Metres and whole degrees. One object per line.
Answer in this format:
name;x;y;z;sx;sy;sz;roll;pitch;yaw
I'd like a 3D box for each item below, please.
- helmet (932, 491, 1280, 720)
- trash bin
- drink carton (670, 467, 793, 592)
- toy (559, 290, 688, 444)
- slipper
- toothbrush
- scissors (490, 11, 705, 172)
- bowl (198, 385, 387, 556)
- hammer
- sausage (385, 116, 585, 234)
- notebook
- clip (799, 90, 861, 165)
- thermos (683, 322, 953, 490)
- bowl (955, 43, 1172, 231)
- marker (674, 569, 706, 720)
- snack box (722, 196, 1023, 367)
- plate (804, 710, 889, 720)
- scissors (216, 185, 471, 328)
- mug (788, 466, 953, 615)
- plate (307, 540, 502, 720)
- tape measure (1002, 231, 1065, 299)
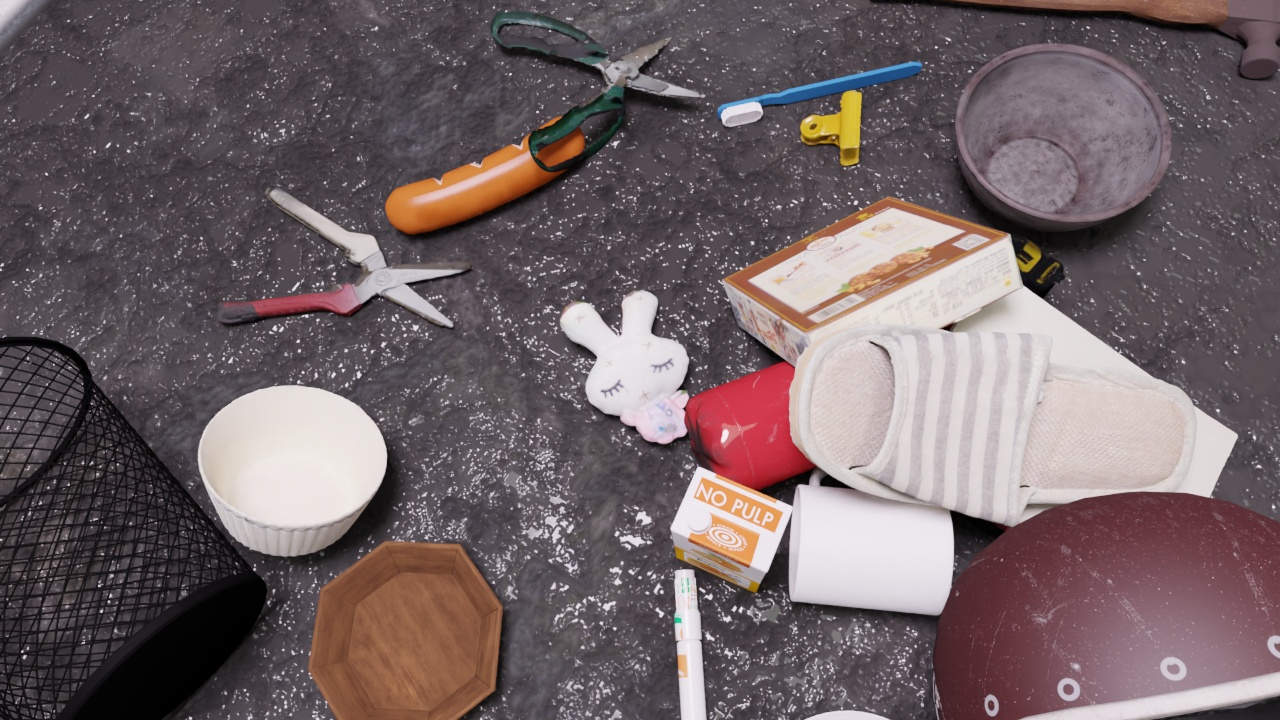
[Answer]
helmet;0.260;0.195;0.463;0.233;0.234;0.253;-14;74;6
trash bin;-0.363;0.122;0.572;0.210;0.184;0.184;40;78;10
drink carton;0.055;0.107;0.567;0.058;0.122;0.040;22;73;11
toy;-0.004;0.004;0.654;0.079;0.038;0.122;-24;73;-12
slipper;0.220;0.039;0.545;0.272;0.054;0.114;9;98;-15
toothbrush;0.144;-0.212;0.730;0.166;0.016;0.014;-13;70;-1
scissors;-0.056;-0.216;0.720;0.202;0.015;0.204;20;52;15
bowl;-0.233;0.080;0.614;0.115;0.063;0.115;14;42;-13
hammer;0.350;-0.294;0.737;0.323;0.033;0.115;7;73;7
sausage;-0.118;-0.140;0.712;0.164;0.039;0.044;-25;74;-5
notebook;0.277;0.053;0.596;0.209;0.012;0.153;34;76;-4
clip;0.153;-0.180;0.718;0.046;0.048;0.054;19;68;-34
thermos;0.150;0.020;0.618;0.239;0.073;0.073;-20;70;-9
bowl;0.296;-0.151;0.670;0.145;0.067;0.144;-1;70;4
marker;0.033;0.209;0.589;0.017;0.017;0.145;-4;71;3
snack box;0.146;-0.052;0.613;0.143;0.147;0.041;-27;113;-6
plate;0.130;0.285;0.558;0.134;0.011;0.134;-1;70;4
scissors;-0.238;-0.074;0.711;0.198;0.015;0.179;-25;71;-6
mug;0.145;0.107;0.595;0.090;0.074;0.110;4;45;6
plate;-0.151;0.184;0.607;0.131;0.025;0.131;-1;70;4
tape measure;0.260;-0.062;0.644;0.034;0.062;0.061;-43;73;-15
